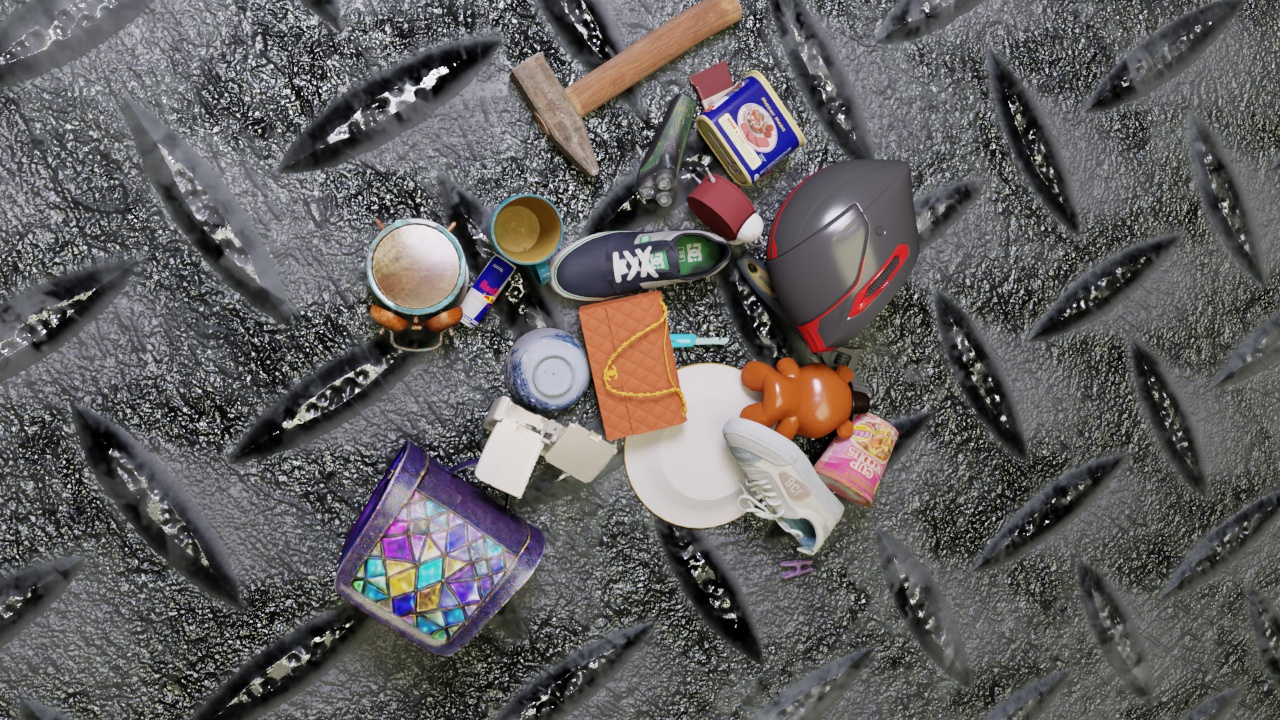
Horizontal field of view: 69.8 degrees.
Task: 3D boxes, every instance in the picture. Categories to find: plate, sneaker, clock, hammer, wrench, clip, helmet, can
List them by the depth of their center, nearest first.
[{"bbox_3d":[-0.266,-0.087,1.096,0.121,0.073,0.157,1,85,-11],"label":"clock"},{"bbox_3d":[-0.193,-0.086,1.139,0.032,0.032,0.095,34,88,-16],"label":"can"},{"bbox_3d":[0.004,-0.370,1.152,0.300,0.037,0.158,-35,104,-8],"label":"hammer"},{"bbox_3d":[0.001,-0.125,1.161,0.235,0.079,0.084,-11,100,-13],"label":"sneaker"},{"bbox_3d":[0.139,-0.293,1.172,0.092,0.056,0.116,-40,105,-6],"label":"can"},{"bbox_3d":[0.111,-0.190,1.178,0.124,0.087,0.044,42,85,-12],"label":"clock"},{"bbox_3d":[0.254,-0.157,1.178,0.170,0.164,0.264,41,81,-9],"label":"helmet"},{"bbox_3d":[0.183,0.173,1.217,0.242,0.090,0.090,46,63,-30],"label":"sneaker"},{"bbox_3d":[0.091,0.119,1.245,0.229,0.021,0.230,-2,98,-14],"label":"plate"},{"bbox_3d":[0.226,-0.045,1.259,0.073,0.022,0.273,-45,106,2],"label":"wrench"},{"bbox_3d":[0.223,0.294,1.307,0.051,0.013,0.035,-10,101,-16],"label":"clip"}]

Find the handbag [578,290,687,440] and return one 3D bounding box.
[{"bbox_3d":[-0.007,0.007,1.171,0.109,0.060,0.172,-12,102,0],"label":"handbag"}]

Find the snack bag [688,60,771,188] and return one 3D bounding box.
[{"bbox_3d":[0.119,-0.308,1.202,0.057,0.013,0.158,-28,103,-9],"label":"snack bag"}]

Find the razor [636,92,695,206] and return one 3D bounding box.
[{"bbox_3d":[0.040,-0.269,1.162,0.054,0.067,0.151,22,83,-20],"label":"razor"}]

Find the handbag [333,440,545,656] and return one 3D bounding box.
[{"bbox_3d":[-0.241,0.215,1.117,0.205,0.125,0.222,38,89,-16],"label":"handbag"}]

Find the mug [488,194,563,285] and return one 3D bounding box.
[{"bbox_3d":[-0.138,-0.144,1.109,0.084,0.104,0.112,-25,105,-11],"label":"mug"}]

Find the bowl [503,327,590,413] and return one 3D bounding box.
[{"bbox_3d":[-0.115,0.016,1.166,0.114,0.045,0.114,-2,97,-14],"label":"bowl"}]

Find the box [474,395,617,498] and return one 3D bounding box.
[{"bbox_3d":[-0.122,0.117,1.088,0.143,0.193,0.106,26,72,-11],"label":"box"}]

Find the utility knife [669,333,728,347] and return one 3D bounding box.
[{"bbox_3d":[0.046,-0.028,1.218,0.151,0.015,0.022,-3,100,-14],"label":"utility knife"}]

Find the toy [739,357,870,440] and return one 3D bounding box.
[{"bbox_3d":[0.222,0.053,1.231,0.176,0.096,0.112,4,80,2],"label":"toy"}]

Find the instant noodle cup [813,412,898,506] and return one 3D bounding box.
[{"bbox_3d":[0.301,0.131,1.269,0.097,0.098,0.108,34,80,-16],"label":"instant noodle cup"}]
